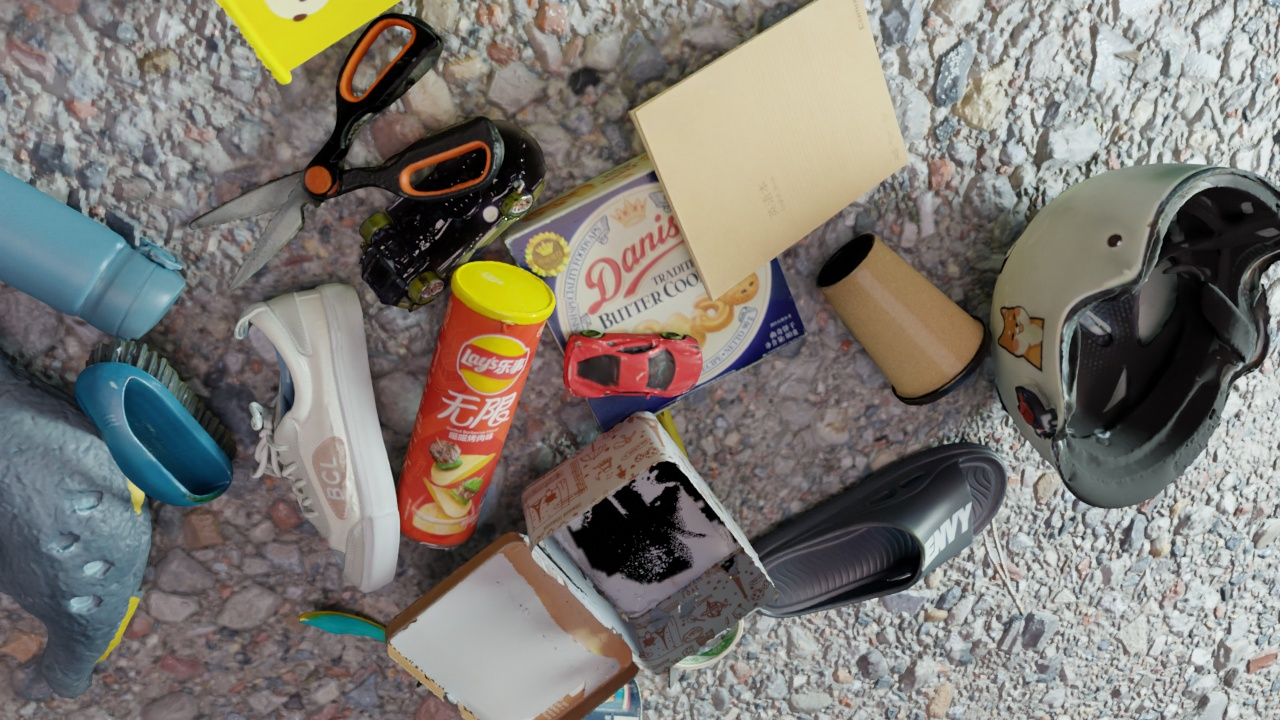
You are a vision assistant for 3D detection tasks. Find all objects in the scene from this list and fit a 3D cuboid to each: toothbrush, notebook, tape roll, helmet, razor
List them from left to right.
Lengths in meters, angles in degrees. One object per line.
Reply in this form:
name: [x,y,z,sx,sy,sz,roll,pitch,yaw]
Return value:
razor: [-0.224,0.236,0.770,0.132,0.028,0.043,33,132,-25]
toothbrush: [0.047,0.118,0.782,0.015,0.016,0.190,-23,107,-6]
tape roll: [0.051,0.244,0.834,0.085,0.014,0.086,-7,117,-13]
notebook: [0.103,-0.161,0.665,0.211,0.012,0.149,-36,117,-19]
helmet: [0.372,-0.034,0.734,0.229,0.157,0.274,-16,124,-20]

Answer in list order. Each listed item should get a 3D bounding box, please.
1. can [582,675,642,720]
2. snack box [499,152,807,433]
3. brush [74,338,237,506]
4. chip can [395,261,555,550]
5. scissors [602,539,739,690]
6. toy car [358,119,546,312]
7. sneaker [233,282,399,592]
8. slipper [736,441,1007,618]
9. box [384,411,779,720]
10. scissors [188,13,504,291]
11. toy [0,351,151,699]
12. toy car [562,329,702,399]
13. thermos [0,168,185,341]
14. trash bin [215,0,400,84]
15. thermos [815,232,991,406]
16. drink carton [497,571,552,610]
can: [-0.060,0.316,0.815,0.111,0.075,0.075,11,108,-17]
snack box: [0.012,-0.058,0.701,0.178,0.045,0.182,-27,115,-1]
brush: [-0.331,0.054,0.630,0.055,0.073,0.144,-15,138,1]
chip can: [-0.128,0.037,0.669,0.073,0.073,0.217,14,119,-18]
scissors: [0.035,0.229,0.837,0.159,0.014,0.181,12,109,-17]
toy car: [-0.131,-0.101,0.645,0.158,0.042,0.070,-41,79,5]
sneaker: [-0.236,0.068,0.666,0.090,0.089,0.242,-13,110,-25]
slipper: [0.218,0.170,0.820,0.268,0.083,0.111,-24,116,-2]
box: [-0.047,0.184,0.720,0.261,0.082,0.177,-36,118,2]
scissors: [-0.204,-0.142,0.625,0.224,0.021,0.204,1,96,4]
toy: [-0.420,0.100,0.647,0.138,0.091,0.357,-1,113,17]
toy car: [-0.004,0.004,0.681,0.106,0.031,0.049,1,113,-14]
thermos: [-0.407,-0.088,0.583,0.220,0.070,0.070,32,101,-23]
trash bin: [-0.141,-0.310,0.480,0.255,0.229,0.230,-31,115,-7]
thermos: [0.210,-0.032,0.739,0.143,0.093,0.093,42,97,-15]
drink carton: [-0.118,0.233,0.785,0.053,0.045,0.123,22,104,-19]
